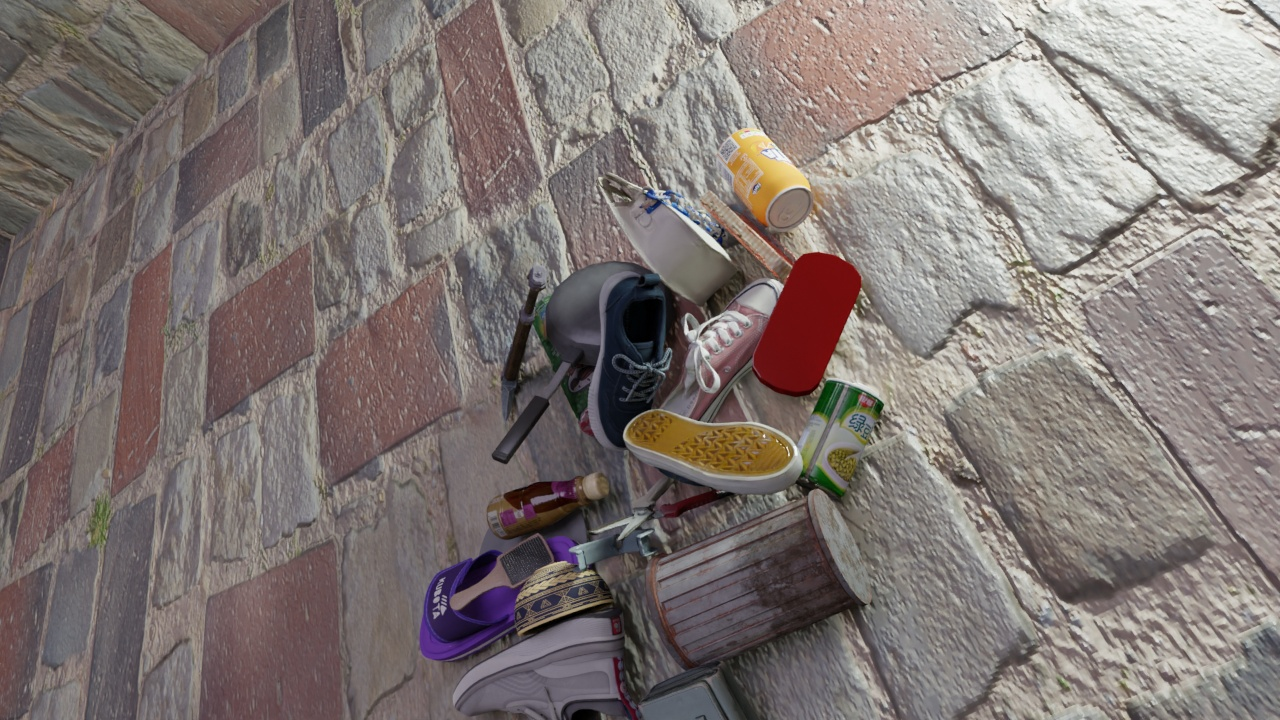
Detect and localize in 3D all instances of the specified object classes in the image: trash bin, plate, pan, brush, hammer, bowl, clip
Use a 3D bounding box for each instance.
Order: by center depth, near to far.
[{"bbox_3d":[0.112,0.230,0.942,0.211,0.131,0.130,-28,52,19],"label":"trash bin"},{"bbox_3d":[0.000,0.203,1.031,0.141,0.171,0.029,-13,85,11],"label":"clip"},{"bbox_3d":[-0.093,0.264,1.041,0.113,0.112,0.061,-28,70,21],"label":"bowl"},{"bbox_3d":[0.194,-0.040,1.073,0.082,0.042,0.173,23,80,13],"label":"brush"},{"bbox_3d":[-0.170,0.258,1.104,0.135,0.015,0.050,-30,53,-7],"label":"brush"},{"bbox_3d":[-0.085,-0.009,1.180,0.179,0.041,0.356,18,54,24],"label":"pan"},{"bbox_3d":[-0.140,0.252,1.191,0.179,0.012,0.178,-17,57,28],"label":"plate"},{"bbox_3d":[-0.156,-0.033,1.213,0.318,0.028,0.146,120,155,-62],"label":"hammer"}]

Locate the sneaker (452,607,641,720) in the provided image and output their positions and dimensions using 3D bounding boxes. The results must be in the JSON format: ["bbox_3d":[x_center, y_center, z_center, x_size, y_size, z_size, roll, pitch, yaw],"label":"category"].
[{"bbox_3d":[-0.108,0.382,1.051,0.264,0.096,0.128,-31,69,29],"label":"sneaker"}]

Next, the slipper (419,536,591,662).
[{"bbox_3d":[-0.194,0.288,1.143,0.267,0.084,0.107,-27,53,22],"label":"slipper"}]

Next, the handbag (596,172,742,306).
[{"bbox_3d":[0.035,-0.174,1.169,0.093,0.200,0.199,-43,70,12],"label":"handbag"}]

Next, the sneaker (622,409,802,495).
[{"bbox_3d":[0.081,0.116,1.024,0.236,0.079,0.087,9,49,44],"label":"sneaker"}]

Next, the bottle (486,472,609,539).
[{"bbox_3d":[-0.116,0.180,1.163,0.166,0.059,0.059,-22,55,25],"label":"bottle"}]

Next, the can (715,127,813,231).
[{"bbox_3d":[0.161,-0.236,1.195,0.079,0.079,0.142,-40,49,12],"label":"can"}]

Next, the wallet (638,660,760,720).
[{"bbox_3d":[0.068,0.371,0.906,0.100,0.054,0.131,-31,88,18],"label":"wallet"}]

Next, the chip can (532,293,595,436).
[{"bbox_3d":[-0.087,0.000,1.250,0.075,0.075,0.223,-40,49,11],"label":"chip can"}]

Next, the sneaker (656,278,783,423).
[{"bbox_3d":[0.089,-0.008,1.117,0.118,0.088,0.241,35,90,42],"label":"sneaker"}]

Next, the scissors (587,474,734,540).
[{"bbox_3d":[0.027,0.161,1.040,0.193,0.015,0.179,-6,13,-8],"label":"scissors"}]

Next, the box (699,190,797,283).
[{"bbox_3d":[0.145,-0.155,1.169,0.043,0.083,0.187,-48,49,13],"label":"box"}]

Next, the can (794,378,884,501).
[{"bbox_3d":[0.210,0.084,0.991,0.067,0.067,0.121,18,78,41],"label":"can"}]

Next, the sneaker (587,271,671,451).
[{"bbox_3d":[-0.007,0.006,1.106,0.087,0.089,0.236,31,124,57],"label":"sneaker"}]
